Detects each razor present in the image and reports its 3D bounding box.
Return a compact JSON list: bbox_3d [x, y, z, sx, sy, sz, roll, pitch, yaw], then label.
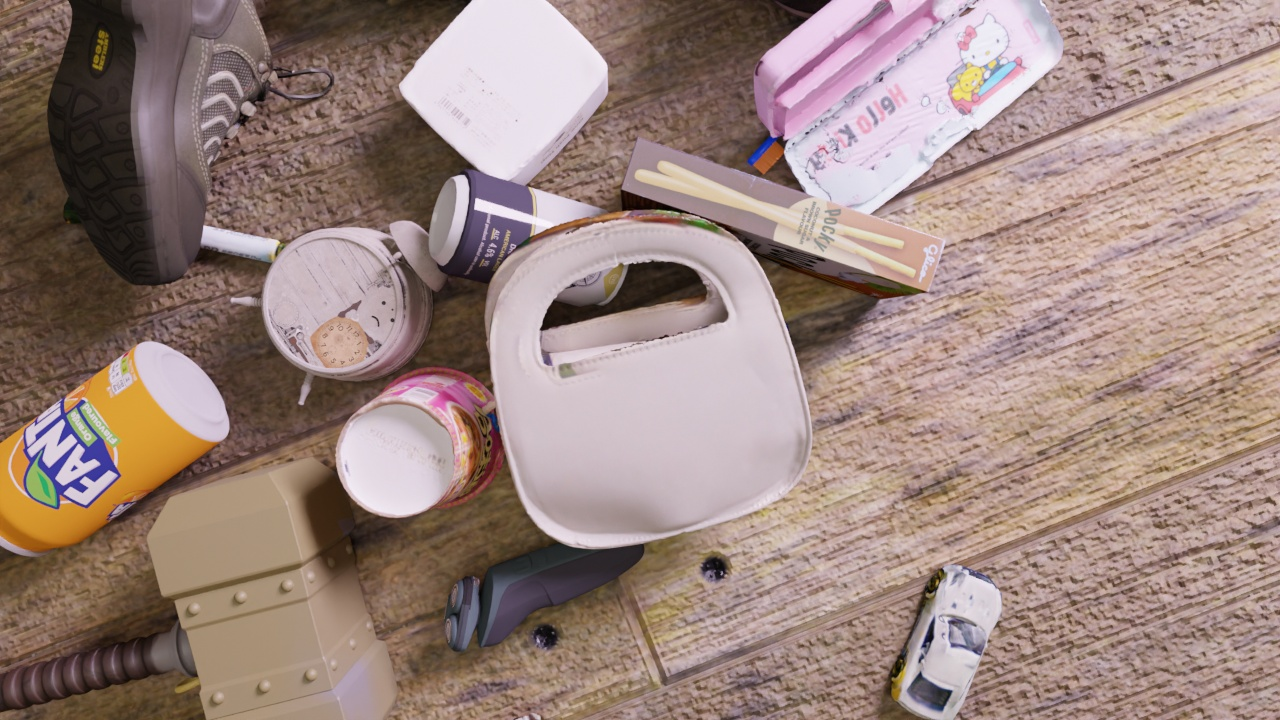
[{"bbox_3d":[-0.065,0.148,0.611,0.143,0.047,0.052,-21,120,-4],"label":"razor"}]

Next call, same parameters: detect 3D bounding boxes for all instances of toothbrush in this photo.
[{"bbox_3d":[0.144,-0.189,0.613,0.182,0.016,0.018,-41,97,1],"label":"toothbrush"}]

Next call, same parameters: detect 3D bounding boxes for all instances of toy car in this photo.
[{"bbox_3d":[0.207,0.191,0.617,0.048,0.033,0.105,22,91,1],"label":"toy car"}]

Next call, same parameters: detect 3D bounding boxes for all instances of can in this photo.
[{"bbox_3d":[-0.063,-0.073,0.575,0.127,0.064,0.064,12,92,-28],"label":"can"},{"bbox_3d":[-0.344,0.057,0.587,0.142,0.079,0.079,-35,91,1],"label":"can"}]

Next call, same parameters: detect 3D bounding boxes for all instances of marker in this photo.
[{"bbox_3d":[-0.311,-0.086,0.614,0.146,0.017,0.017,11,91,0],"label":"marker"}]

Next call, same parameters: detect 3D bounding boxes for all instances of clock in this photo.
[{"bbox_3d":[-0.176,-0.048,0.594,0.157,0.061,0.103,-33,91,3],"label":"clock"}]

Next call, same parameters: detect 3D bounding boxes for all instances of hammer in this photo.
[{"bbox_3d":[-0.342,0.194,0.581,0.325,0.100,0.190,-14,92,0],"label":"hammer"}]

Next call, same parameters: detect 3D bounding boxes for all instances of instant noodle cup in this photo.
[{"bbox_3d":[-0.140,0.054,0.573,0.098,0.108,0.097,0,91,0],"label":"instant noodle cup"}]

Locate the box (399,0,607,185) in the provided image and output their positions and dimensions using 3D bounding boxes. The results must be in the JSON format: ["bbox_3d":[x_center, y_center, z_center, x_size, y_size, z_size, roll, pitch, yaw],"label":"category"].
[{"bbox_3d":[-0.088,-0.177,0.603,0.102,0.076,0.107,42,89,0],"label":"box"}]

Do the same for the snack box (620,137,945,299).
[{"bbox_3d":[0.081,-0.084,0.573,0.186,0.101,0.031,18,91,-1],"label":"snack box"}]

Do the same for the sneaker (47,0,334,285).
[{"bbox_3d":[-0.279,-0.171,0.578,0.101,0.142,0.238,23,115,22],"label":"sneaker"}]

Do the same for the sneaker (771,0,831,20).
[{"bbox_3d":[0.044,-0.294,0.559,0.235,0.120,0.095,30,91,2],"label":"sneaker"}]

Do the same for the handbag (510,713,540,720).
[{"bbox_3d":[-0.135,0.308,0.574,0.171,0.123,0.112,-12,98,-6],"label":"handbag"}]

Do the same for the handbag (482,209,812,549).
[{"bbox_3d":[-0.003,0.003,0.564,0.200,0.093,0.200,-13,114,-1],"label":"handbag"}]

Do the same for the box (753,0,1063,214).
[{"bbox_3d":[0.168,-0.196,0.585,0.201,0.150,0.073,-38,47,0],"label":"box"}]
